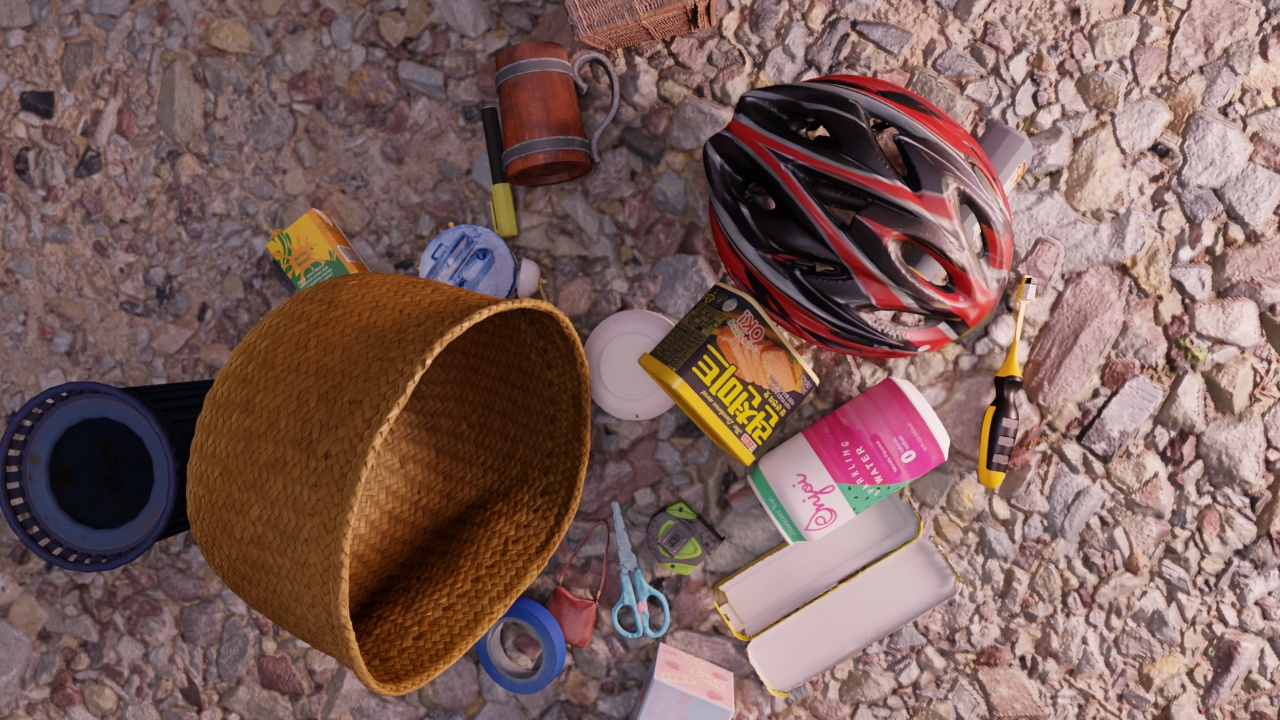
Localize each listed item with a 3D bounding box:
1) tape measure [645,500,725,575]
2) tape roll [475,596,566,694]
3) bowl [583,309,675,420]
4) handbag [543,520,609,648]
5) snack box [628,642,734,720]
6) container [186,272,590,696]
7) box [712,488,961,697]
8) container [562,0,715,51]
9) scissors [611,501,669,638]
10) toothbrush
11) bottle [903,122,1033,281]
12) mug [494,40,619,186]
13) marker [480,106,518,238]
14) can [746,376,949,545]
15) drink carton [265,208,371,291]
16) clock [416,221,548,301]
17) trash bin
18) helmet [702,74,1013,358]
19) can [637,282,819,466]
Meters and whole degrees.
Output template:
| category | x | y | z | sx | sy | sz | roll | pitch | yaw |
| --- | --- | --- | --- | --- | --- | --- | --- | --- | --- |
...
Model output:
| category | x | y | z | sx | sy | sz | roll | pitch | yaw |
| --- | --- | --- | --- | --- | --- | --- | --- | --- | --- |
| tape measure | 0.036 | 0.167 | 0.860 | 0.065 | 0.036 | 0.059 | 40 | 95 | 2 |
| tape roll | -0.114 | 0.270 | 0.869 | 0.093 | 0.016 | 0.091 | -1 | 101 | 27 |
| bowl | -0.005 | 0.005 | 0.850 | 0.105 | 0.054 | 0.105 | 0 | 93 | 4 |
| handbag | -0.056 | 0.210 | 0.878 | 0.055 | 0.029 | 0.119 | 20 | 88 | 9 |
| snack box | 0.034 | 0.327 | 0.838 | 0.079 | 0.094 | 0.093 | 21 | 93 | 3 |
| container | -0.197 | 0.077 | 0.738 | 0.197 | 0.306 | 0.307 | 19 | 94 | 24 |
| box | 0.182 | 0.215 | 0.859 | 0.209 | 0.023 | 0.127 | -33 | 93 | 5 |
| container | -0.005 | -0.330 | 0.766 | 0.113 | 0.198 | 0.114 | -16 | 102 | 9 |
| scissors | -0.010 | 0.201 | 0.881 | 0.056 | 0.015 | 0.136 | -13 | 85 | 4 |
| toothbrush | 0.334 | 0.019 | 0.834 | 0.031 | 0.031 | 0.196 | 11 | 89 | -16 |
| bottle | 0.278 | -0.126 | 0.810 | 0.046 | 0.072 | 0.161 | 37 | 95 | 20 |
| mug | -0.074 | -0.227 | 0.841 | 0.117 | 0.081 | 0.111 | -9 | 88 | -12 |
| marker | -0.136 | -0.178 | 0.872 | 0.021 | 0.017 | 0.124 | -9 | 90 | 5 |
| can | 0.184 | 0.090 | 0.818 | 0.166 | 0.088 | 0.088 | -33 | 89 | 5 |
| drink carton | -0.297 | -0.083 | 0.879 | 0.058 | 0.041 | 0.122 | -36 | 89 | 5 |
| clock | -0.144 | -0.070 | 0.849 | 0.125 | 0.052 | 0.089 | 37 | 92 | 2 |
| trash bin | -0.393 | 0.081 | 0.788 | 0.139 | 0.249 | 0.139 | 0 | 92 | 5 |
| helmet | 0.172 | -0.120 | 0.754 | 0.272 | 0.166 | 0.218 | 41 | 103 | 20 |
| can | 0.080 | 0.011 | 0.806 | 0.101 | 0.072 | 0.131 | -46 | 121 | -5 |
